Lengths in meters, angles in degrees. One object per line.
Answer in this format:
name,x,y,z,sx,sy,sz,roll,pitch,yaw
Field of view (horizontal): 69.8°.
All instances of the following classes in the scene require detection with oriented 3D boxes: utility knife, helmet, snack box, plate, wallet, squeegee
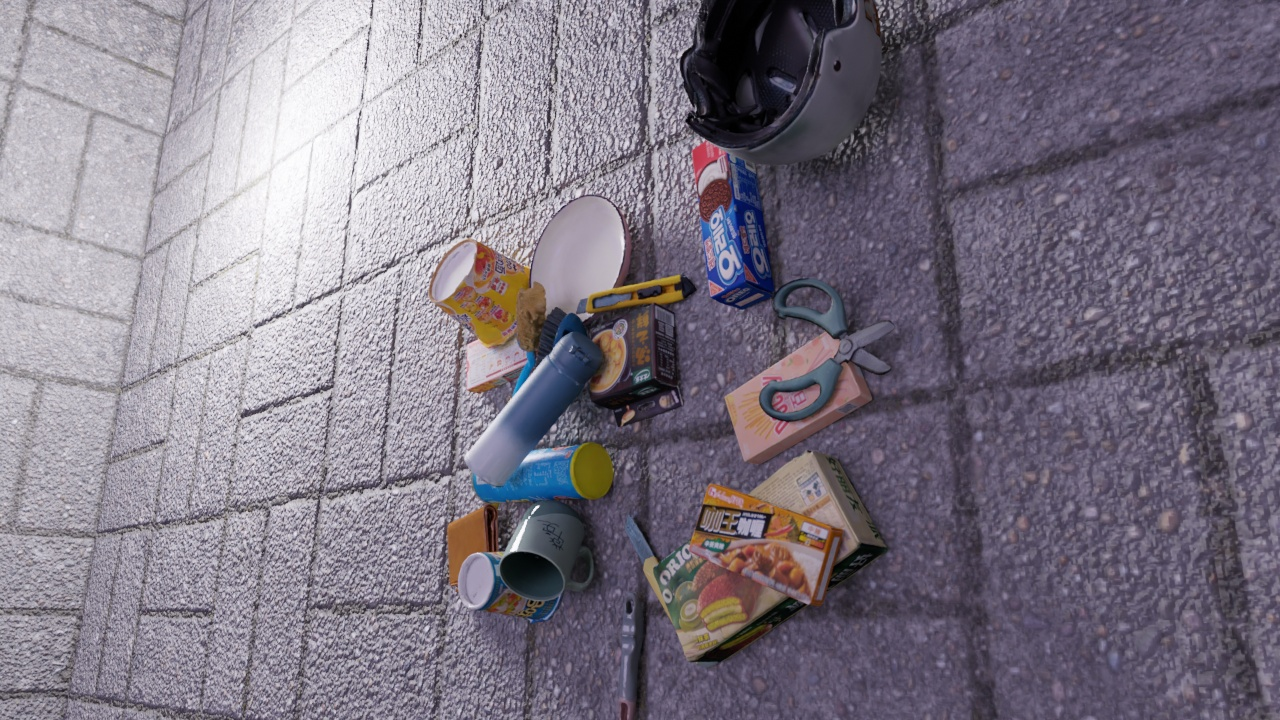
utility knife,0.028,0.264,1.058,0.031,0.022,0.212,-50,56,21
helmet,0.169,-0.327,1.001,0.231,0.156,0.273,-27,50,38
snack box,0.109,-0.166,1.081,0.058,0.057,0.207,-25,62,40
snack box,-0.007,0.007,1.152,0.113,0.053,0.125,-22,58,38
snack box,-0.200,-0.009,1.355,0.156,0.027,0.077,-21,64,39
plate,-0.078,-0.131,1.264,0.193,0.039,0.192,-15,68,41
snack box,0.126,0.207,0.949,0.241,0.063,0.114,-44,51,27
utility knife,-0.010,-0.080,1.165,0.171,0.015,0.033,-10,89,24
wallet,-0.235,0.267,1.291,0.132,0.031,0.107,-32,58,51
squeegee,-0.018,0.394,1.052,0.248,0.040,0.249,-3,70,28
snack box,0.120,0.177,0.898,0.154,0.026,0.075,15,87,44
snack box,0.165,0.041,0.986,0.158,0.026,0.084,-36,55,31

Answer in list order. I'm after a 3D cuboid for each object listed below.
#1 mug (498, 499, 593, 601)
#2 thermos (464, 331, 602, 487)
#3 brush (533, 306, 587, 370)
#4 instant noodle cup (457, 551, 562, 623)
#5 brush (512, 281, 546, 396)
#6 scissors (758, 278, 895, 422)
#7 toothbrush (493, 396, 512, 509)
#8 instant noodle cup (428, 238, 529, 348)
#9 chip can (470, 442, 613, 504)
mug,-0.107,0.239,1.141,0.082,0.112,0.106,-59,4,32
thermos,-0.133,0.061,1.162,0.221,0.070,0.070,-50,48,10
brush,-0.102,0.002,1.219,0.073,0.055,0.144,26,123,17
instant noodle cup,-0.170,0.286,1.180,0.099,0.109,0.099,-15,67,40
brush,-0.163,0.017,1.263,0.083,0.046,0.255,-123,41,-66
scissors,0.182,-0.024,0.957,0.171,0.019,0.180,-34,55,34
toothbrush,-0.199,0.145,1.316,0.016,0.016,0.190,6,82,46
instant noodle cup,-0.232,-0.104,1.335,0.138,0.109,0.137,-28,45,32
chip can,-0.134,0.152,1.213,0.211,0.071,0.071,-11,70,43
